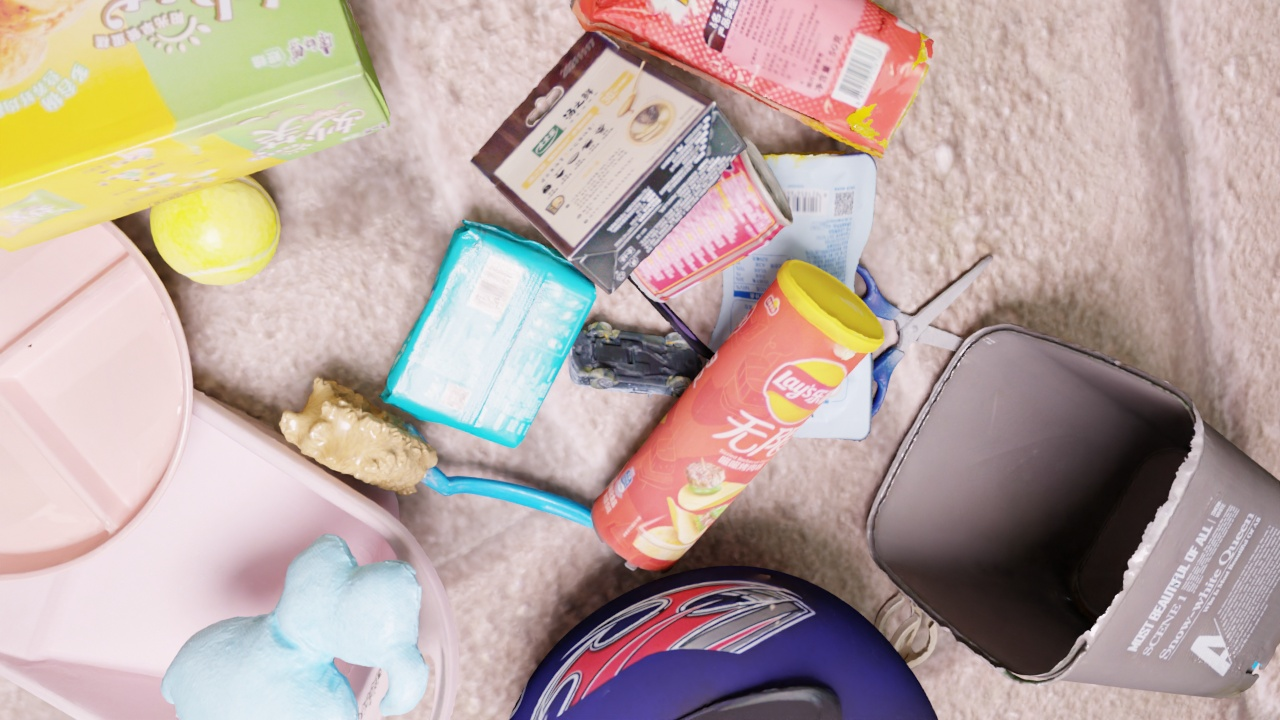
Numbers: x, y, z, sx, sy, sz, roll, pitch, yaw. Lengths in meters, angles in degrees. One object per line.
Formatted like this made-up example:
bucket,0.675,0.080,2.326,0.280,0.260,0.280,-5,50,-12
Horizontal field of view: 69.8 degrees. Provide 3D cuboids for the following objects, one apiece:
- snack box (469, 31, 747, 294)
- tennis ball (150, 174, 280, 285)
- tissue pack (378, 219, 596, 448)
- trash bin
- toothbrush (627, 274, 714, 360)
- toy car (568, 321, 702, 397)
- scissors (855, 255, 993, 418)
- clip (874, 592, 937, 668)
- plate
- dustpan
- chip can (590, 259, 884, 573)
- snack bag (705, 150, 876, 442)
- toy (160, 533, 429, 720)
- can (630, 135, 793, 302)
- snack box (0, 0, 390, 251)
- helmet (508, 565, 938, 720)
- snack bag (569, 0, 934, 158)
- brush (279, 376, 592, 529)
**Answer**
snack box,-0.022,-0.117,0.528,0.113,0.125,0.053,-47,135,3
tennis ball,-0.233,-0.074,0.505,0.065,0.065,0.065,-3,106,-12
tissue pack,-0.092,-0.014,0.563,0.093,0.050,0.133,24,99,-20
trash bin,0.317,0.116,0.623,0.219,0.198,0.199,23,99,-26
toothbrush,0.021,-0.024,0.591,0.189,0.014,0.017,45,121,-8
toy car,-0.004,0.003,0.594,0.090,0.042,0.034,5,145,-18
scissors,0.180,-0.017,0.647,0.175,0.012,0.162,25,98,-19
clip,0.196,0.231,0.710,0.070,0.034,0.100,15,106,-18
plate,-0.355,0.008,0.498,0.229,0.028,0.229,0,100,-2
dustpan,-0.243,0.141,0.525,0.273,0.139,0.223,20,100,-18
chip can,0.053,0.040,0.563,0.073,0.073,0.217,26,121,-19
snack bag,0.098,-0.039,0.600,0.110,0.038,0.191,-1,106,2
toy,-0.184,0.167,0.482,0.161,0.050,0.156,14,83,23
can,0.036,-0.084,0.549,0.094,0.066,0.066,-29,112,21
snack box,-0.250,-0.164,0.447,0.210,0.070,0.157,-20,86,-6
helmet,0.027,0.264,0.566,0.315,0.248,0.240,-27,72,-11
snack bag,0.067,-0.203,0.533,0.207,0.073,0.128,22,69,-16
brush,-0.103,0.076,0.582,0.254,0.083,0.046,26,88,-26
